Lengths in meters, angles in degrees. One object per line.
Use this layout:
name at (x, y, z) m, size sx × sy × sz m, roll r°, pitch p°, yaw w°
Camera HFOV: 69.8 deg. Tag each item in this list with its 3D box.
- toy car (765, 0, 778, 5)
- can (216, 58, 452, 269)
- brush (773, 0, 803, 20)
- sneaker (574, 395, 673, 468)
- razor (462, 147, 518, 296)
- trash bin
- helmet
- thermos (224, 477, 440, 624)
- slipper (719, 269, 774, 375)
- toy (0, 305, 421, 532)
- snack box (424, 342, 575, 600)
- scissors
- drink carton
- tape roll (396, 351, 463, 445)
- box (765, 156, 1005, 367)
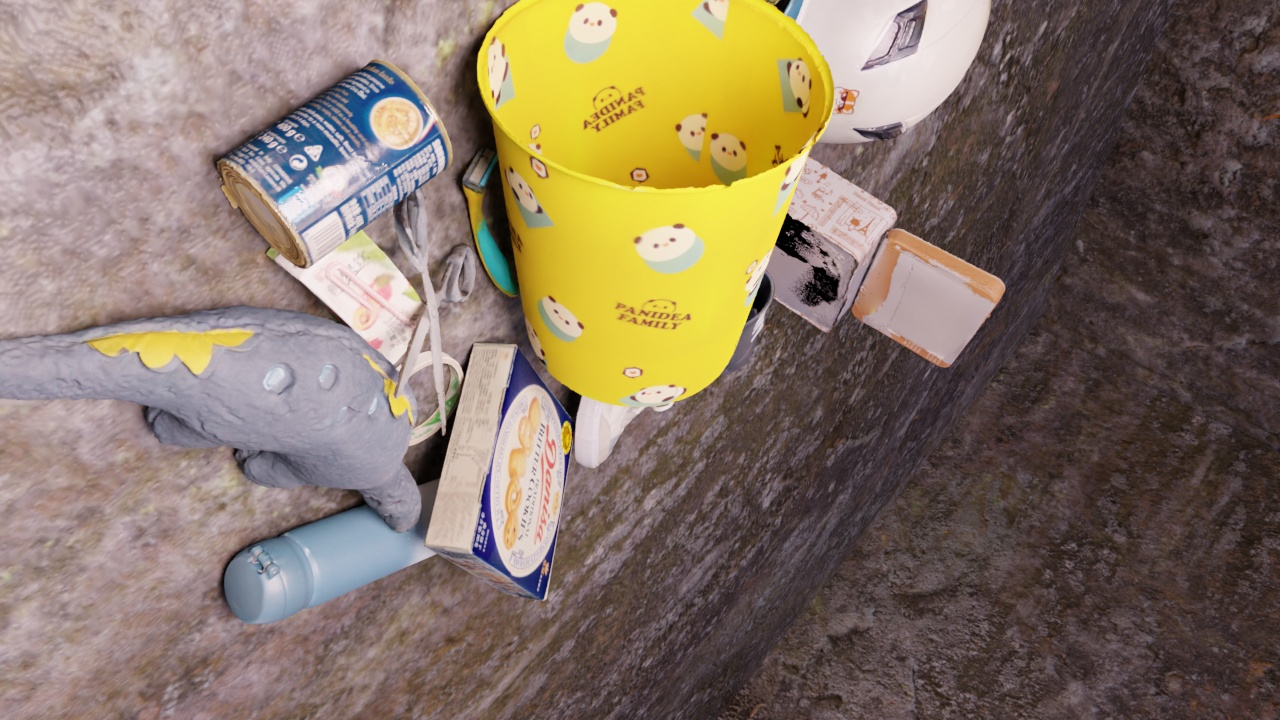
toy car at (0.060, -0.274, 0.729) m, size 0.158 × 0.070 × 0.042 m, roll -50°, pitch 166°, yaw 17°
can at (-0.176, -0.113, 0.532) m, size 0.111 × 0.075 × 0.075 m, roll -43°, pitch 151°, yaw -23°
brush at (0.093, -0.290, 0.766) m, size 0.144 × 0.073 × 0.055 m, roll -56°, pitch 160°, yaw 24°
sneaker at (-0.005, 0.005, 0.905) m, size 0.089 × 0.091 × 0.243 m, roll -74°, pitch 178°, yaw -62°
razor at (-0.114, -0.098, 0.705) m, size 0.133 × 0.028 × 0.043 m, roll 83°, pitch 16°, yaw -50°
trash bin at (0.003, -0.110, 0.685) m, size 0.229 × 0.229 × 0.256 m, roll -40°, pitch 155°, yaw -29°
helmet at (0.239, -0.313, 0.861) m, size 0.230 × 0.157 × 0.273 m, roll 83°, pitch 31°, yaw -51°
thermos at (-0.229, 0.152, 0.758) m, size 0.219 × 0.070 × 0.070 m, roll -16°, pitch 134°, yaw -51°
slipper at (0.089, -0.063, 0.973) m, size 0.268 × 0.083 × 0.110 m, roll 50°, pitch 59°, yaw -52°
toy at (-0.225, 0.036, 0.601) m, size 0.138 × 0.091 × 0.356 m, roll -37°, pitch 148°, yaw 3°
snack box at (-0.116, 0.103, 0.817) m, size 0.182 × 0.046 × 0.177 m, roll 61°, pitch 34°, yaw -61°
scissors at (-0.145, -0.040, 0.635) m, size 0.180 × 0.014 × 0.159 m, roll -77°, pitch 156°, yaw -58°
drink carton at (-0.188, -0.049, 0.617) m, size 0.053 × 0.045 × 0.122 m, roll -49°, pitch 152°, yaw -12°
tape roll at (-0.182, 0.032, 0.754) m, size 0.085 × 0.014 × 0.086 m, roll -40°, pitch 149°, yaw -30°
box at (0.249, -0.092, 1.009) m, size 0.082 × 0.261 × 0.177 m, roll -50°, pitch 165°, yaw -19°
